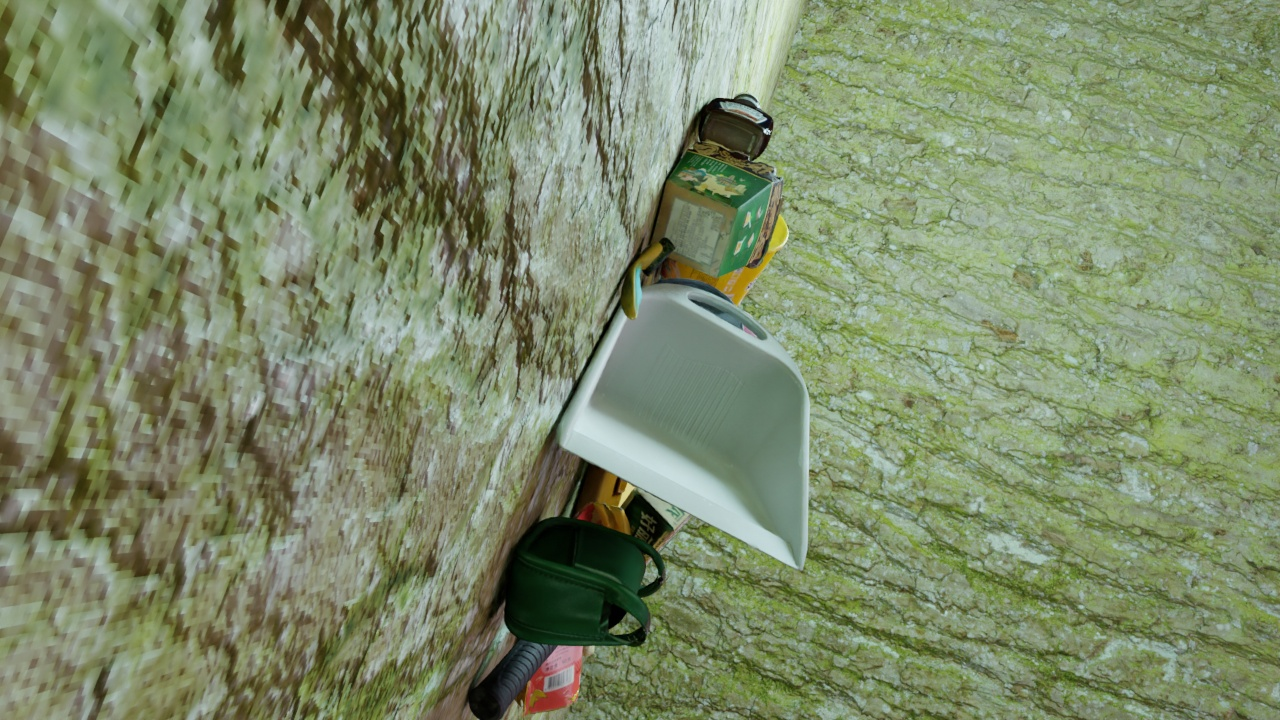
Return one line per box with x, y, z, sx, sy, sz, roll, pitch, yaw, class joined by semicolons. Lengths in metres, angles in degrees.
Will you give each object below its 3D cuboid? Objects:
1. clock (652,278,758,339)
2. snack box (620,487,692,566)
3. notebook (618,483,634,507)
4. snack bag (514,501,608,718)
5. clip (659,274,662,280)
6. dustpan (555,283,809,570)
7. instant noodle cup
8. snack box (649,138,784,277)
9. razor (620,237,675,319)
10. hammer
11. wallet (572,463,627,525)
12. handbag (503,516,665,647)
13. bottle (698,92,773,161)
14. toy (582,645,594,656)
0.063;-0.019;0.966;0.060;0.158;0.117;102;9;-50;clock
0.006;0.190;1.054;0.114;0.063;0.241;-38;166;-39;snack box
-0.021;0.150;1.207;0.146;0.010;0.205;63;40;-50;notebook
-0.084;0.260;0.956;0.128;0.073;0.208;-34;138;-65;snack bag
0.031;-0.104;1.160;0.057;0.014;0.047;-32;138;-84;clip
0.059;0.028;0.809;0.143;0.222;0.257;-60;-172;9;dustpan
0.093;-0.133;1.098;0.137;0.138;0.110;-66;180;-50;instant noodle cup
0.069;-0.147;0.937;0.105;0.118;0.118;-45;155;-52;snack box
0.000;-0.072;0.826;0.043;0.028;0.132;-41;-165;29;razor
-0.070;0.231;0.848;0.300;0.033;0.129;-37;133;-65;hammer
-0.039;0.140;1.098;0.119;0.035;0.130;15;92;-68;wallet
-0.044;0.180;0.738;0.131;0.120;0.068;-28;130;-80;handbag
0.113;-0.274;1.048;0.194;0.080;0.044;-66;177;-63;bottle
-0.095;0.314;1.081;0.105;0.066;0.157;56;-48;53;toy
